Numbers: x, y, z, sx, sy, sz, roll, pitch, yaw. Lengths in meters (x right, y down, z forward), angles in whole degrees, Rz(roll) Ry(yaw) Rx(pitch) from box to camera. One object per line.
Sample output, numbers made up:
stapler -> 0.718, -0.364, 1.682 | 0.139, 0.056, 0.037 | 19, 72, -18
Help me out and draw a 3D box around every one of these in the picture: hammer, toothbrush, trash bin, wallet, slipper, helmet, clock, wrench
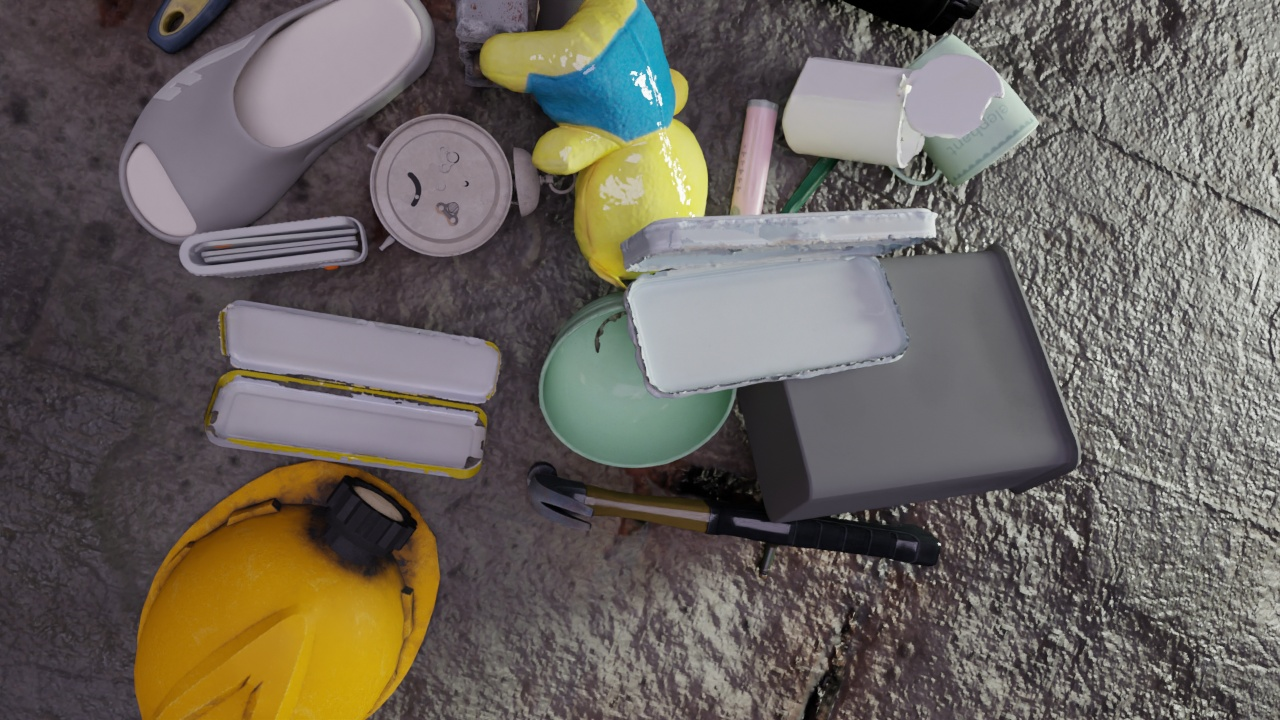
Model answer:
hammer -> 0.076, 0.127, 0.725 | 0.333, 0.118, 0.025 | 9, 95, -9
toothbrush -> 0.084, -0.103, 0.762 | 0.026, 0.027, 0.222 | 7, 94, -28
trash bin -> 0.195, 0.016, 0.715 | 0.219, 0.098, 0.191 | -5, 69, -15
wallet -> -0.259, -0.081, 0.655 | 0.118, 0.115, 0.037 | -9, 96, -10
slipper -> -0.266, -0.188, 0.664 | 0.265, 0.080, 0.113 | -37, 103, -6
helmet -> -0.266, 0.207, 0.670 | 0.205, 0.131, 0.255 | 37, 88, -12
clock -> -0.128, -0.133, 0.705 | 0.157, 0.061, 0.103 | -6, 95, -2
hammer -> -0.110, -0.363, 0.678 | 0.049, 0.121, 0.318 | 0, 86, -11
toothbrush -> 0.129, -0.128, 0.758 | 0.016, 0.017, 0.189 | 45, 76, -27
wrench -> -0.271, -0.338, 0.680 | 0.073, 0.022, 0.273 | 39, 87, -11

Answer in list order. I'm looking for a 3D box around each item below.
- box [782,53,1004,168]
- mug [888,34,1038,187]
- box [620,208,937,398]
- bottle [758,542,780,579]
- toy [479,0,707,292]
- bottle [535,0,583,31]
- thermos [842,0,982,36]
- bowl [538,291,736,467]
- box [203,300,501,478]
box -> 0.193, -0.189, 0.707 | 0.166, 0.092, 0.083 | 17, 68, 25
mug -> 0.251, -0.200, 0.764 | 0.111, 0.084, 0.104 | -39, 91, 23
box -> 0.097, -0.032, 0.627 | 0.215, 0.106, 0.127 | -4, 92, -14
bottle -> 0.120, 0.137, 0.788 | 0.025, 0.025, 0.106 | 16, 91, -11
toy -> -0.010, -0.151, 0.657 | 0.148, 0.084, 0.214 | -43, 128, -32
bottle -> -0.052, -0.323, 0.710 | 0.045, 0.045, 0.184 | 6, 93, -11
thermos -> 0.186, -0.325, 0.728 | 0.198, 0.086, 0.086 | 20, 90, -9
bowl -> -0.004, 0.004, 0.717 | 0.151, 0.076, 0.151 | -2, 124, -4
box -> -0.217, 0.023, 0.705 | 0.210, 0.057, 0.117 | 9, 91, -10
